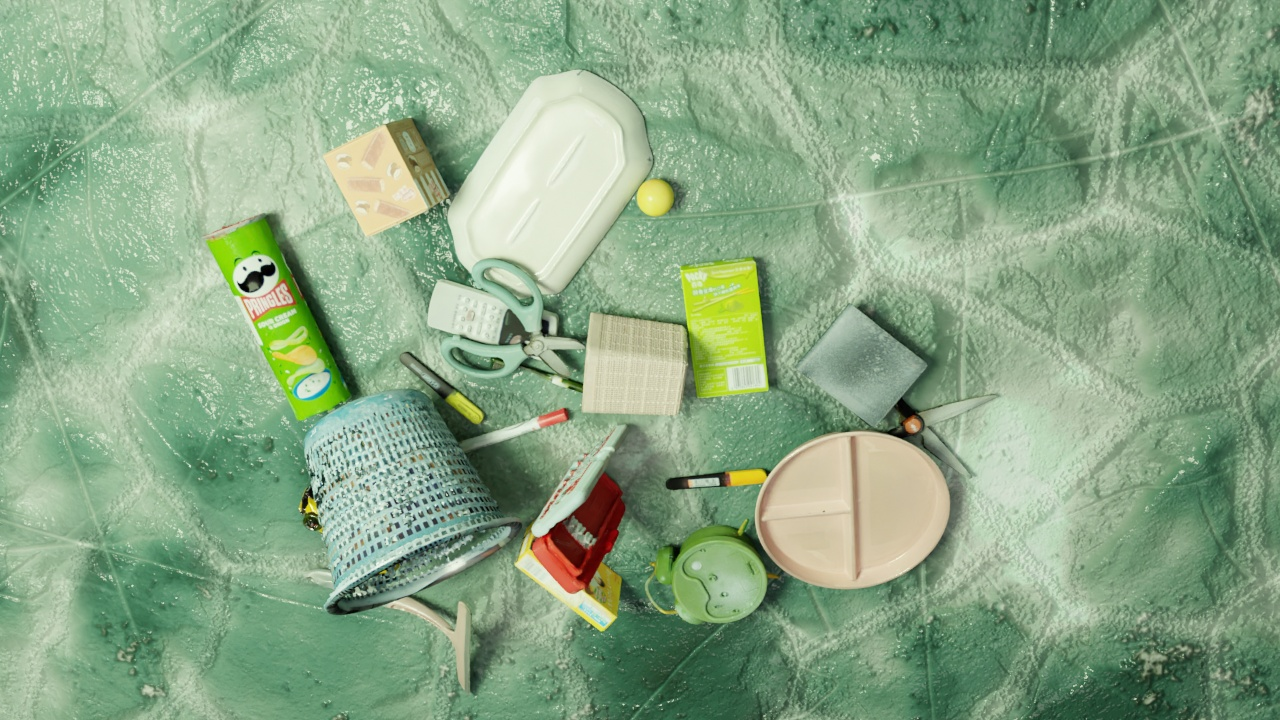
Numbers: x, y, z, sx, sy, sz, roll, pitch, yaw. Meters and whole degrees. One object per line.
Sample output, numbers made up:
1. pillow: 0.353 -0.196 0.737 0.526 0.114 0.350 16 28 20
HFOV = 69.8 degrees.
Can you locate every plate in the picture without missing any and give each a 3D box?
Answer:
1. plate: -0.103 -0.185 1.003 0.162 0.034 0.266 36 107 -9
2. plate: 0.252 0.178 1.100 0.229 0.028 0.230 1 117 2

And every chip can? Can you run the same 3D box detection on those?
1. chip can: -0.413 -0.047 1.052 0.072 0.072 0.236 -17 108 9

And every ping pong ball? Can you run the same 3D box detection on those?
1. ping pong ball: 0.016 -0.177 0.996 0.040 0.040 0.040 1 109 3

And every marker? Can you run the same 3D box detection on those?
1. marker: -0.156 0.086 1.111 0.145 0.017 0.017 -18 107 10
2. marker: 0.092 0.146 1.119 0.124 0.015 0.018 -7 107 9
3. marker: -0.238 0.033 1.099 0.124 0.015 0.018 41 103 -9

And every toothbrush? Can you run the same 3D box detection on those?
1. toothbrush: -0.090 0.029 1.090 0.186 0.012 0.017 18 115 -3

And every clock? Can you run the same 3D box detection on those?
1. clock: 0.082 0.268 1.140 0.161 0.056 0.116 -26 105 11

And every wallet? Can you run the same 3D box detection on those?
1. wallet: 0.250 0.007 1.040 0.121 0.019 0.097 37 102 -10

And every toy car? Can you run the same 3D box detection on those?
1. toy car: -0.355 0.207 1.138 0.041 0.071 0.156 -39 105 19

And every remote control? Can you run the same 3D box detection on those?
1. remote control: -0.171 -0.046 1.063 0.150 0.021 0.058 17 110 -2

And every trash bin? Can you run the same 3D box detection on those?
1. trash bin: -0.274 0.148 1.034 0.227 0.226 0.195 -30 73 13

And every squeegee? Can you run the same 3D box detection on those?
1. squeegee: -0.319 0.316 1.180 0.250 0.040 0.248 23 139 8

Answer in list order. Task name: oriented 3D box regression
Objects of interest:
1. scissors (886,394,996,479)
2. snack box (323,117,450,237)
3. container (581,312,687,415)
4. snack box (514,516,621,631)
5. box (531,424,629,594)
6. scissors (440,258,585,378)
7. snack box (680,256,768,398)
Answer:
1. scissors: 0.298 0.074 1.077 0.221 0.021 0.233 -38 102 15
2. snack box: -0.268 -0.196 0.979 0.077 0.092 0.094 -22 107 11
3. container: -0.006 0.006 1.030 0.111 0.090 0.090 5 126 -2
4. snack box: -0.086 0.261 1.131 0.140 0.086 0.034 42 106 -11
5. box: -0.047 0.159 1.030 0.101 0.201 0.102 -38 96 22
6. scissors: -0.159 -0.027 1.048 0.181 0.019 0.170 -32 112 20
7. snack box: 0.096 -0.036 1.048 0.086 0.026 0.156 -7 109 6
